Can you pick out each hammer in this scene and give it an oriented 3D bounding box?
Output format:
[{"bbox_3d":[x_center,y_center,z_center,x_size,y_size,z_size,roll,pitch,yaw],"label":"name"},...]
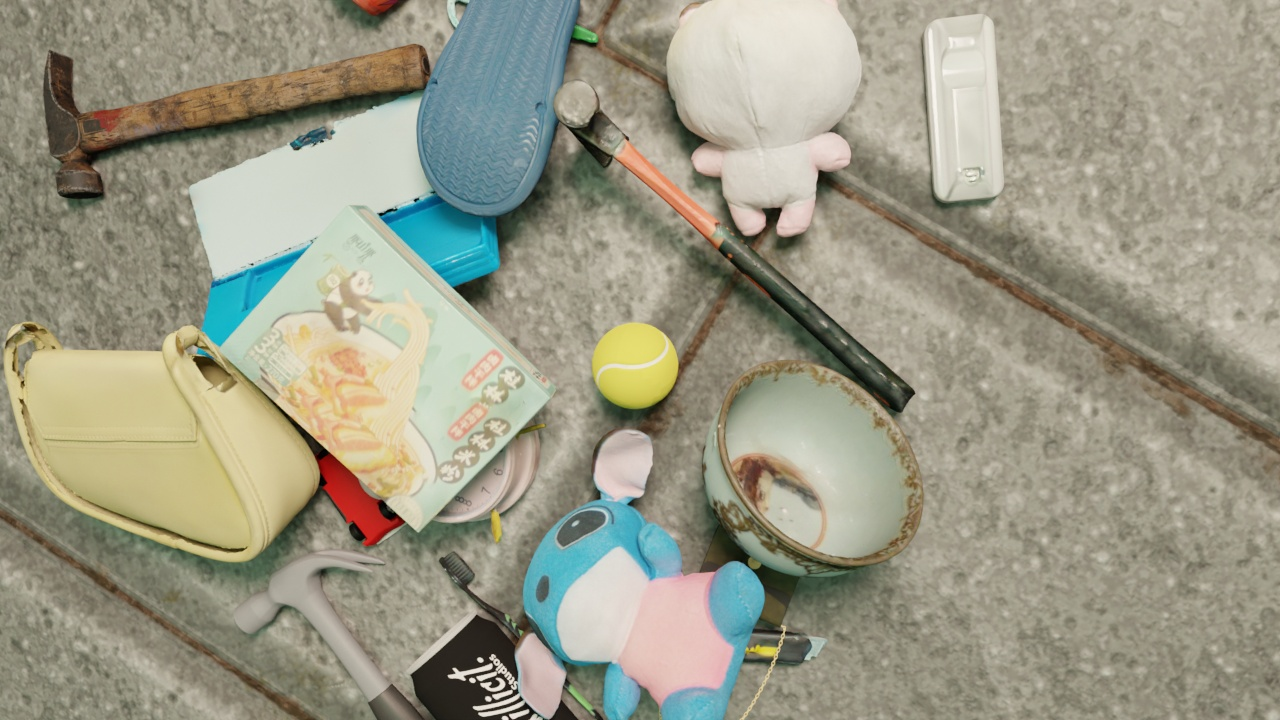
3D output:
[{"bbox_3d":[0.073,-0.075,0.664,0.333,0.133,0.033,41,95,-5],"label":"hammer"},{"bbox_3d":[-0.199,0.291,0.758,0.125,0.029,0.311,-38,89,9],"label":"hammer"},{"bbox_3d":[-0.328,-0.216,0.736,0.330,0.033,0.120,-8,91,10],"label":"hammer"}]

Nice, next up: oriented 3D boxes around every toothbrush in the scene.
[{"bbox_3d":[-0.094,0.225,0.747,0.188,0.014,0.017,45,90,3],"label":"toothbrush"}]

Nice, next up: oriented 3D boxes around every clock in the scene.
[{"bbox_3d":[-0.160,0.066,0.723,0.158,0.058,0.117,20,96,7],"label":"clock"}]

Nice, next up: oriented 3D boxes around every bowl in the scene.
[{"bbox_3d":[0.109,0.090,0.660,0.160,0.159,0.094,36,138,4],"label":"bowl"}]

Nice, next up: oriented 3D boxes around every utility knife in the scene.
[{"bbox_3d":[0.059,0.222,0.724,0.175,0.020,0.029,1,95,6],"label":"utility knife"}]

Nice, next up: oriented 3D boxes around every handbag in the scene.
[{"bbox_3d":[0.062,0.220,0.703,0.084,0.027,0.178,22,86,8],"label":"handbag"},{"bbox_3d":[-0.372,0.055,0.713,0.233,0.088,0.191,3,116,21],"label":"handbag"}]

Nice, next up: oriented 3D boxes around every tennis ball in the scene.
[{"bbox_3d":[-0.004,0.004,0.694,0.065,0.065,0.065,0,93,7],"label":"tennis ball"}]

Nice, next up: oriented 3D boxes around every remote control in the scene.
[{"bbox_3d":[0.237,-0.184,0.672,0.050,0.022,0.133,-5,93,8],"label":"remote control"}]

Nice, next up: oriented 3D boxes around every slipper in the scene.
[{"bbox_3d":[-0.102,-0.206,0.684,0.104,0.059,0.213,11,78,6],"label":"slipper"}]

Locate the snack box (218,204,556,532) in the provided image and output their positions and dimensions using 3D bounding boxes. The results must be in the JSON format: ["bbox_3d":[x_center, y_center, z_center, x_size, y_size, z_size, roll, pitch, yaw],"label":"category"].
[{"bbox_3d":[-0.178,0.006,0.658,0.193,0.044,0.141,44,99,-5],"label":"snack box"}]

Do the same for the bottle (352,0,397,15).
[{"bbox_3d":[-0.186,-0.336,0.706,0.071,0.048,0.134,43,98,3],"label":"bottle"}]

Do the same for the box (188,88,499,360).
[{"bbox_3d":[-0.237,-0.101,0.731,0.244,0.060,0.175,-19,67,8],"label":"box"}]

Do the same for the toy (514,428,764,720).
[{"bbox_3d":[-0.001,0.170,0.674,0.192,0.099,0.224,20,89,30],"label":"toy"}]

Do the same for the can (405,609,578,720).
[{"bbox_3d":[-0.109,0.274,0.718,0.080,0.080,0.146,-42,88,8],"label":"can"}]

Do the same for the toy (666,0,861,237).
[{"bbox_3d":[0.089,-0.178,0.660,0.139,0.101,0.180,-2,111,20],"label":"toy"}]

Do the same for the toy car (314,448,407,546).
[{"bbox_3d":[-0.232,0.108,0.752,0.038,0.025,0.089,-36,88,9],"label":"toy car"}]

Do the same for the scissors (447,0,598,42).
[{"bbox_3d":[-0.097,-0.268,0.717,0.123,0.011,0.127,-16,90,10],"label":"scissors"}]
